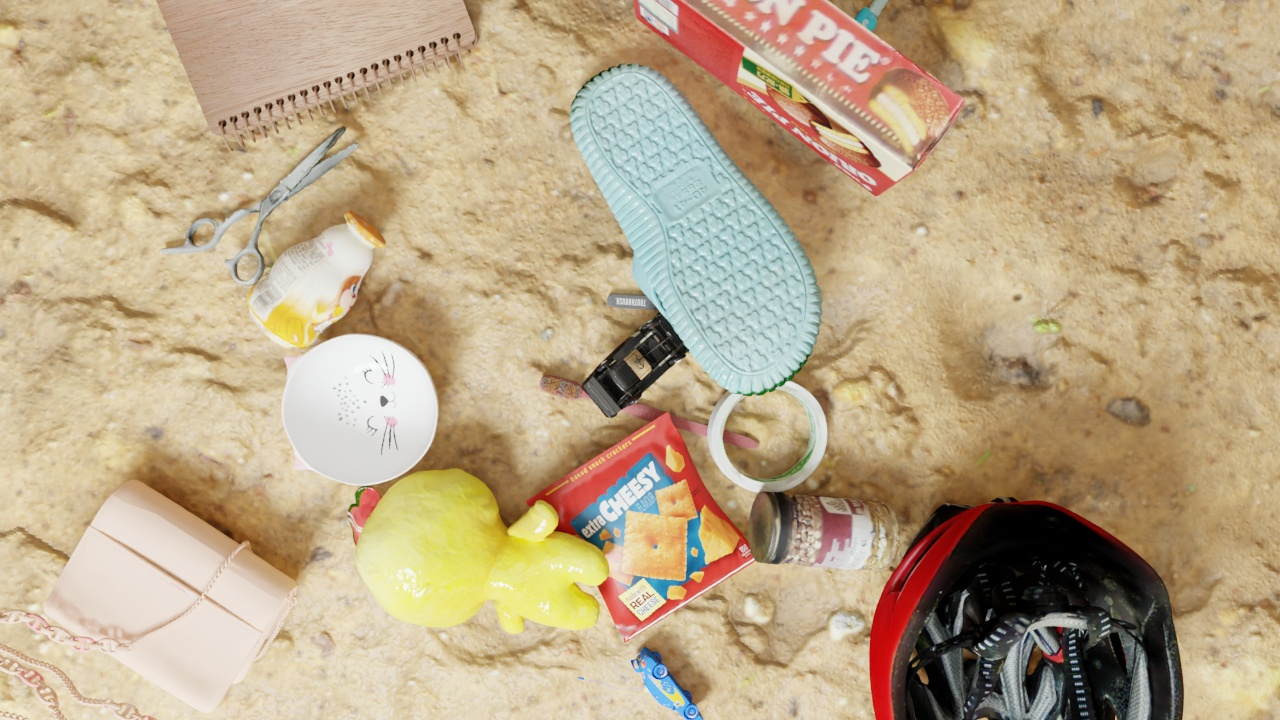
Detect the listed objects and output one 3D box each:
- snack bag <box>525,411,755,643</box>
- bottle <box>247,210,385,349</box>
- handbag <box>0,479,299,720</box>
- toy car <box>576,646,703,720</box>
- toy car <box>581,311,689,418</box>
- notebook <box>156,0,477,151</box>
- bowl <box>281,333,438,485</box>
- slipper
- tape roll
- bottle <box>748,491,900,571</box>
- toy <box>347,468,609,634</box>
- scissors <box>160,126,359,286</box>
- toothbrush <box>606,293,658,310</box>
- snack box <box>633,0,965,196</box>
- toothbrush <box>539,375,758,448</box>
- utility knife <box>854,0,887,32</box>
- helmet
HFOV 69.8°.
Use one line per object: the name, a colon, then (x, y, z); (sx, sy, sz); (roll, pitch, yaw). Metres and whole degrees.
snack bag: (0.004, 0.134, 0.730); (0.131, 0.039, 0.144); (-32, 101, 1)
bottle: (-0.240, -0.061, 0.686); (0.063, 0.063, 0.109); (44, 93, -6)
handbag: (-0.347, 0.191, 0.647); (0.199, 0.187, 0.117); (33, 101, -1)
toy car: (0.001, 0.273, 0.746); (0.062, 0.033, 0.092); (-37, 97, -5)
toy car: (-0.004, 0.004, 0.712); (0.092, 0.037, 0.040); (-42, 96, -23)
notebook: (-0.246, -0.271, 0.684); (0.210, 0.022, 0.169); (-20, 96, 0)
bowl: (-0.209, 0.034, 0.704); (0.114, 0.050, 0.115); (0, 96, -3)
slipper: (0.040, -0.101, 0.695); (0.116, 0.069, 0.276); (-32, 82, 0)
tape roll: (0.101, 0.059, 0.733); (0.094, 0.018, 0.094); (-1, 95, -8)
bottle: (0.144, 0.135, 0.721); (0.105, 0.056, 0.056); (7, 96, -12)
toy: (-0.129, 0.154, 0.701); (0.207, 0.092, 0.134); (11, 108, -6)
scissors: (-0.291, -0.125, 0.702); (0.120, 0.014, 0.159); (20, 82, 12)
toothbrush: (0.057, -0.043, 0.728); (0.167, 0.013, 0.013); (4, 96, 0)
snack box: (0.103, -0.214, 0.647); (0.236, 0.113, 0.060); (37, 93, 1)
toothbrush: (0.008, 0.043, 0.734); (0.184, 0.015, 0.015); (17, 93, -6)
utility knife: (0.160, -0.245, 0.709); (0.022, 0.015, 0.149); (33, 92, 1)
helmet: (0.278, 0.235, 0.690); (0.217, 0.167, 0.272); (-5, 96, -2)
